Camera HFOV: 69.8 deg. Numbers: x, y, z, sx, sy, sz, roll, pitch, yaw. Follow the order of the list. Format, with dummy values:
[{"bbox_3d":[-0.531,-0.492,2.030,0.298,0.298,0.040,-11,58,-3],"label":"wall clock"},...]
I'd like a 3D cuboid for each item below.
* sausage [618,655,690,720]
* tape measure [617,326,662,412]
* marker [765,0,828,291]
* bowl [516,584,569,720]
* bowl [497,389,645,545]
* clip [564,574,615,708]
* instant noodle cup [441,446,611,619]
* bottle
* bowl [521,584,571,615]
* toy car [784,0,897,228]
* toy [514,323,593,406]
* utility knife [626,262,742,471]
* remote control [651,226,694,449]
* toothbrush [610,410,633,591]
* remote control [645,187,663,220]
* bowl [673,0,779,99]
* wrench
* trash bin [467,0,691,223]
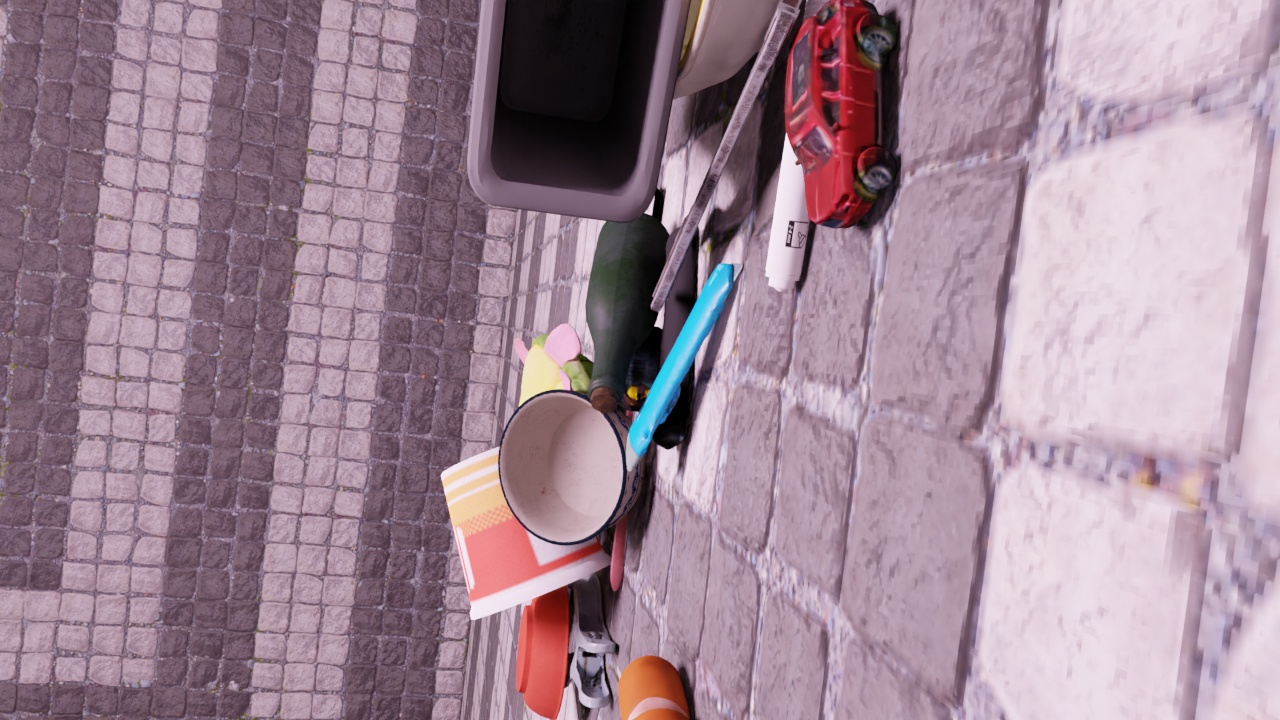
[{"bbox_3d":[0.016,0.215,0.480,0.164,0.039,0.044,-120,44,-70],"label":"sausage"},{"bbox_3d":[-0.004,0.004,0.684,0.067,0.038,0.062,-140,58,-77],"label":"tape measure"},{"bbox_3d":[0.075,-0.097,0.417,0.017,0.020,0.133,-150,64,-62],"label":"marker"},{"bbox_3d":[-0.091,0.264,0.838,0.122,0.035,0.122,-175,91,-79],"label":"bowl"},{"bbox_3d":[-0.046,0.079,0.704,0.059,0.116,0.115,0,-82,-60],"label":"bowl"},{"bbox_3d":[-0.052,0.273,0.799,0.172,0.029,0.143,-132,49,-76],"label":"clip"},{"bbox_3d":[-0.103,0.136,0.775,0.124,0.123,0.121,133,116,-71],"label":"instant noodle cup"},{"bbox_3d":[-0.013,-0.033,0.636,0.173,0.055,0.055,-81,7,-45],"label":"bottle"},{"bbox_3d":[-0.097,0.233,0.989,0.149,0.043,0.149,-175,91,-78],"label":"bowl"},{"bbox_3d":[0.079,-0.097,0.365,0.042,0.036,0.091,144,125,-73],"label":"toy car"},{"bbox_3d":[-0.071,0.052,0.859,0.239,0.087,0.190,106,142,-60],"label":"toy"},{"bbox_3d":[0.024,0.003,0.561,0.159,0.015,0.031,-64,28,31],"label":"utility knife"},{"bbox_3d":[0.022,-0.017,0.617,0.041,0.020,0.151,135,141,-69],"label":"remote control"},{"bbox_3d":[-0.012,0.093,0.735,0.016,0.015,0.184,-177,92,-75],"label":"toothbrush"},{"bbox_3d":[0.004,-0.081,0.753,0.028,0.011,0.124,-135,52,-75],"label":"remote control"},{"bbox_3d":[0.048,-0.234,0.513,0.189,0.060,0.218,108,164,-46],"label":"bowl"},{"bbox_3d":[0.042,-0.106,0.487,0.274,0.010,0.070,115,177,-65],"label":"wrench"},{"bbox_3d":[-0.038,-0.206,0.529,0.219,0.097,0.192,-104,22,-63],"label":"trash bin"}]
